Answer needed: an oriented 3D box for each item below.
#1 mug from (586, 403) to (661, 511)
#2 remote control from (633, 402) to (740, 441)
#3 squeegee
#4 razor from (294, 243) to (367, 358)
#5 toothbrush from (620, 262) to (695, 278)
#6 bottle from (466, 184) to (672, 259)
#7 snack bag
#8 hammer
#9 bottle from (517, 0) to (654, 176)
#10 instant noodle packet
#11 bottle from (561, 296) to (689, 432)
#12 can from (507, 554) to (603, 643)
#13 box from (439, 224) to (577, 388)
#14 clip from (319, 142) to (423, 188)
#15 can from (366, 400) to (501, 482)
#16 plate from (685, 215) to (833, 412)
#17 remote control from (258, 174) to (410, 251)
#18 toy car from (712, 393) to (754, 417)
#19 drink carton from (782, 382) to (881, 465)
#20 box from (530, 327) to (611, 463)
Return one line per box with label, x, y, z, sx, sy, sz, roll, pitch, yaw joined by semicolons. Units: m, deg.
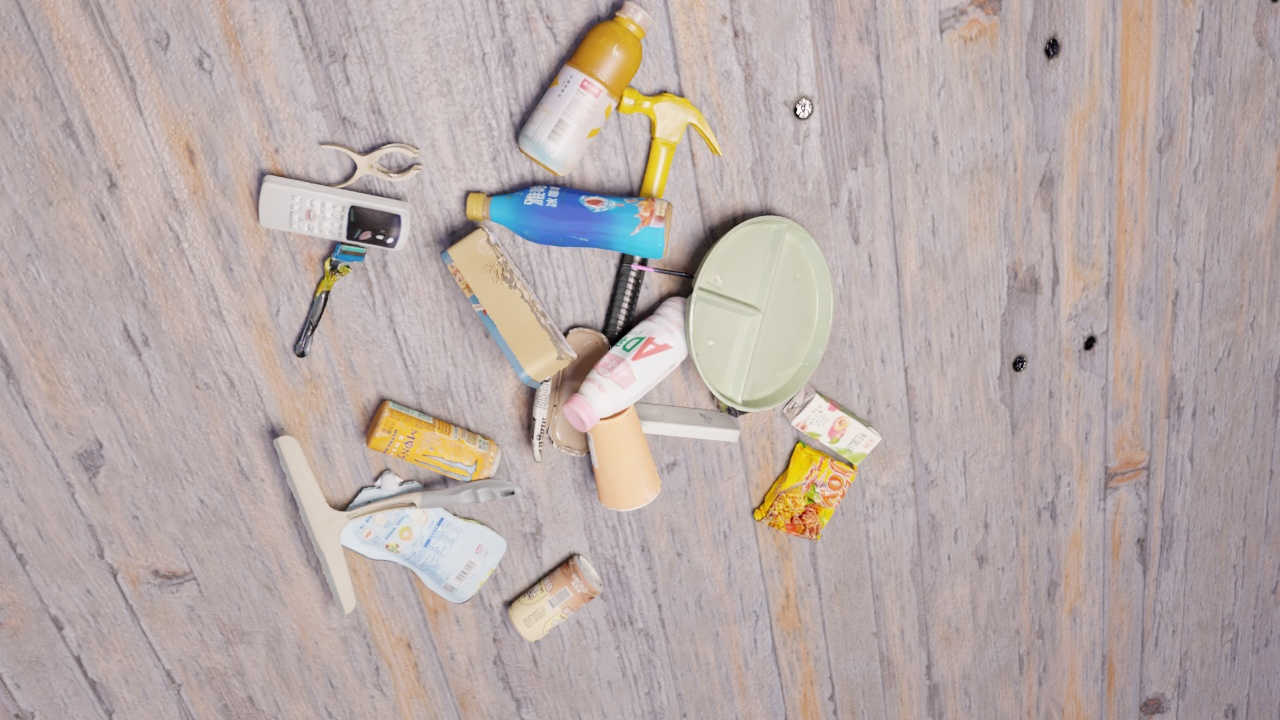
mug;-0.026;0.105;1.072;0.078;0.078;0.123;-19;119;-8
remote control;0.053;0.076;1.131;0.135;0.056;0.019;6;111;-18
squeegee;-0.258;0.164;1.054;0.246;0.039;0.247;-11;115;-1
razor;-0.342;-0.065;0.990;0.143;0.022;0.042;-60;157;15
toothbrush;0.056;-0.100;1.062;0.189;0.014;0.018;7;97;-35
bottle;-0.076;-0.153;0.985;0.219;0.065;0.065;7;109;1
snack bag;-0.265;0.215;1.110;0.191;0.039;0.110;37;100;-21
hammer;0.004;-0.151;1.043;0.128;0.033;0.301;10;108;-17
bottle;-0.054;-0.284;0.955;0.068;0.068;0.190;32;100;-23
instant noodle packet;0.225;0.175;1.224;0.110;0.044;0.128;23;103;-26
bottle;-0.006;0.006;1.037;0.196;0.068;0.068;-42;119;-28
can;-0.109;0.305;1.174;0.116;0.058;0.058;-38;115;1
box;-0.135;-0.051;0.975;0.062;0.090;0.184;-32;80;1
clip;-0.277;-0.205;0.948;0.100;0.034;0.072;-6;113;-4
can;-0.238;0.097;1.059;0.146;0.058;0.058;24;103;-22
plate;0.141;-0.054;1.078;0.229;0.027;0.230;-8;105;-35
remote control;-0.316;-0.151;0.952;0.150;0.021;0.058;9;133;-17
toy car;0.114;-0.003;1.123;0.070;0.042;0.158;-17;113;-10
drink carton;0.248;0.083;1.191;0.122;0.045;0.054;31;105;-23
box;-0.088;0.044;1.065;0.075;0.086;0.162;20;114;18
